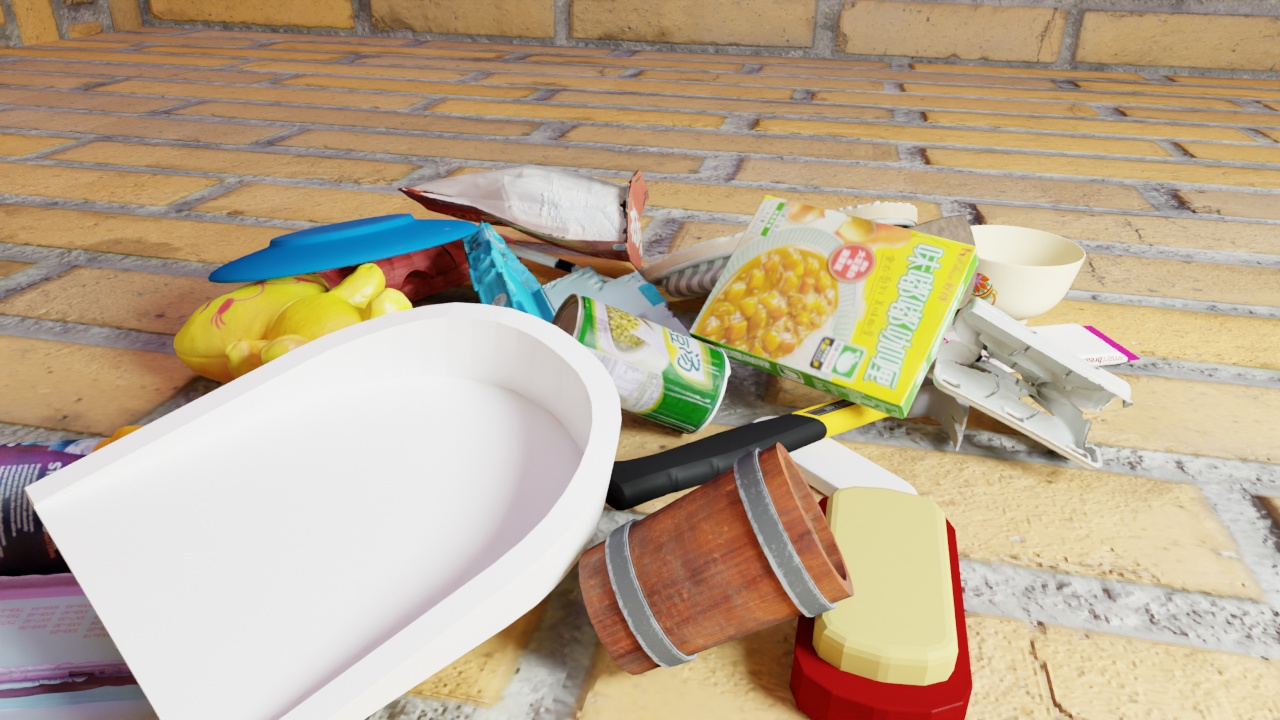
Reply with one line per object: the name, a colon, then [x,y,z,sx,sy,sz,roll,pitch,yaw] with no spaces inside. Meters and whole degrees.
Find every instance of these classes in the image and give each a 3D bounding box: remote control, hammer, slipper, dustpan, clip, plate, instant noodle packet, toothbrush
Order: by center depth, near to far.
dustpan: [-0.129,0.054,0.452,0.257,0.053,0.191,-26,52,-38]
hammer: [0.105,0.046,0.616,0.322,0.029,0.127,-13,29,-38]
remote control: [0.127,0.071,0.621,0.043,0.013,0.136,-17,31,-33]
clip: [0.279,0.003,0.660,0.126,0.106,0.151,32,31,6]
plate: [-0.252,-0.103,0.782,0.224,0.024,0.224,-9,15,2]
slipper: [0.118,-0.092,0.827,0.273,0.054,0.114,-12,0,38]
instant noodle packet: [-0.107,-0.139,0.892,0.221,0.084,0.164,5,1,4]
toothbrush: [-0.084,-0.098,0.915,0.187,0.012,0.017,18,12,3]
slipper: [-0.227,-0.106,0.920,0.104,0.059,0.248,22,32,36]

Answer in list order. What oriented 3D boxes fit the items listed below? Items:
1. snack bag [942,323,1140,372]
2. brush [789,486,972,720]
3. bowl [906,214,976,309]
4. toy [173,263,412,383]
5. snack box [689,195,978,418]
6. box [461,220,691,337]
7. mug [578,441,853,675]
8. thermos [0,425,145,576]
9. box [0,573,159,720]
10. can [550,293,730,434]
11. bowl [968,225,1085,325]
snack bag: [0.320,-0.008,0.788,0.196,0.016,0.070,-4,29,-11]
brush: [0.128,0.121,0.485,0.082,0.042,0.173,7,27,12]
bowl: [0.202,-0.059,0.765,0.162,0.070,0.162,-18,-3,-1]
toy: [-0.254,-0.016,0.698,0.194,0.087,0.134,13,40,40]
snack box: [0.136,-0.045,0.662,0.168,0.027,0.131,21,72,30]
box: [-0.067,-0.040,0.777,0.168,0.087,0.227,10,22,-21]
mug: [0.038,0.099,0.462,0.111,0.081,0.117,-28,-4,12]
thermos: [-0.305,0.079,0.505,0.232,0.076,0.091,-2,-13,-7]
box: [-0.287,0.146,0.422,0.214,0.041,0.151,-2,13,-6]
can: [-0.004,0.004,0.644,0.121,0.067,0.067,20,20,-21]
bowl: [0.342,-0.073,0.854,0.118,0.074,0.117,1,26,-1]
